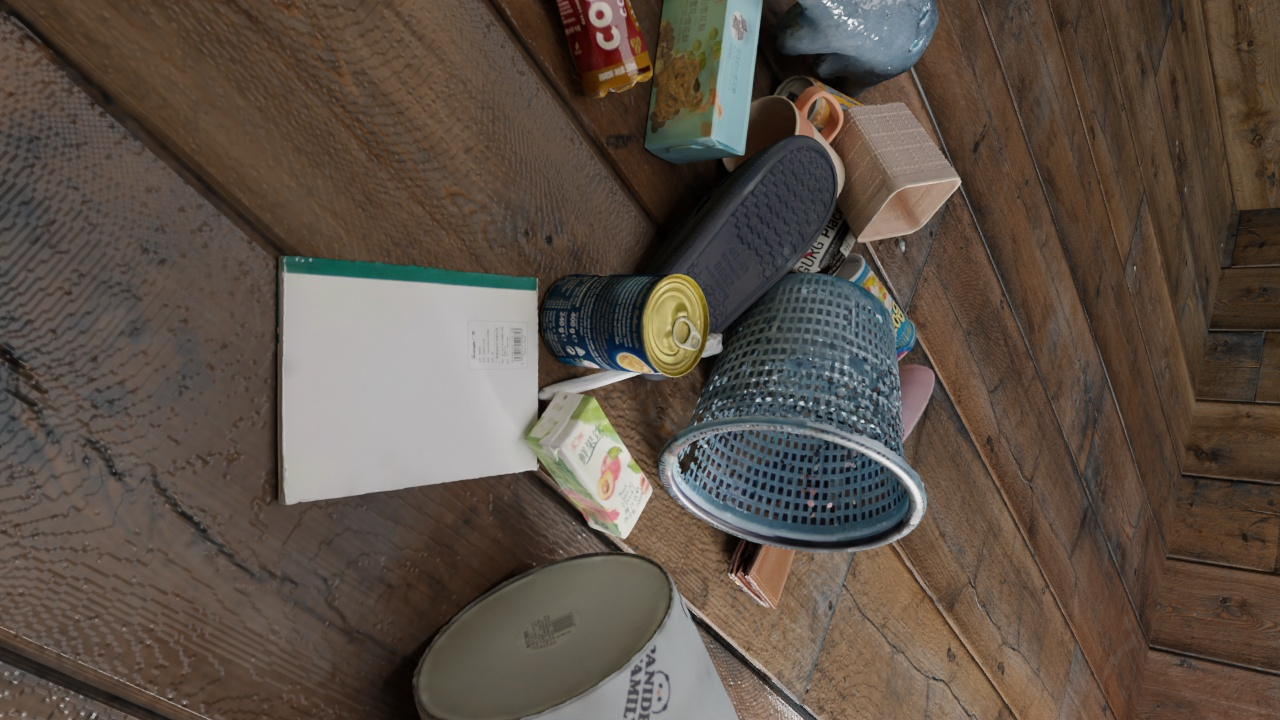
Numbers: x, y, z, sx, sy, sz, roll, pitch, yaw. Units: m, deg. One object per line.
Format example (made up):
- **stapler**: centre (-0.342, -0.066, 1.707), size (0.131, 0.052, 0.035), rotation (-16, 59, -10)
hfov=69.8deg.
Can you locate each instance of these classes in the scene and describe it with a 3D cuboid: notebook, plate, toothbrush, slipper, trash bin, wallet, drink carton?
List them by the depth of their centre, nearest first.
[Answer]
- **notebook**: centre (-0.147, 0.011, 0.625), size (0.208, 0.012, 0.150), rotation (0, 91, -50)
- **trash bin**: centre (-0.025, 0.289, 0.634), size (0.228, 0.230, 0.252), rotation (-35, 111, -42)
- **drink carton**: centre (-0.039, 0.082, 0.719), size (0.053, 0.046, 0.122), rotation (-57, 137, -28)
- **toothbrush**: centre (-0.004, 0.004, 0.750), size (0.179, 0.016, 0.016), rotation (-16, 122, -30)
- **slipper**: centre (0.065, -0.102, 0.812), size (0.267, 0.083, 0.111), rotation (-47, 133, -11)
- **trash bin**: centre (0.145, 0.037, 0.831), size (0.226, 0.227, 0.194), rotation (48, 45, -39)
- **wallet**: centre (0.135, 0.182, 0.938), size (0.124, 0.032, 0.101), rotation (-65, 146, -22)
- **plate**: centre (0.229, 0.075, 0.961), size (0.039, 0.193, 0.191), rotation (37, 56, 1)

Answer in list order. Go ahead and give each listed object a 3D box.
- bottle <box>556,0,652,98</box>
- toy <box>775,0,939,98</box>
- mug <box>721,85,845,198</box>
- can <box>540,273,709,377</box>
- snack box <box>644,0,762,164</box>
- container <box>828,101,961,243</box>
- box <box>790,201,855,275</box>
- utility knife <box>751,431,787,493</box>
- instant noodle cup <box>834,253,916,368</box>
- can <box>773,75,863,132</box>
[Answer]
- **bottle**: centre (-0.043, -0.292, 0.693), size (0.057, 0.058, 0.175), rotation (-41, 122, -39)
- **toy**: centre (0.204, -0.319, 0.858), size (0.355, 0.138, 0.091), rotation (8, 77, -64)
- **mug**: centre (0.150, -0.205, 0.887), size (0.115, 0.081, 0.105), rotation (-52, 140, 11)
- **can**: centre (-0.014, -0.029, 0.701), size (0.075, 0.111, 0.075), rotation (-7, 99, -48)
- **snack box**: centre (0.056, -0.261, 0.795), size (0.051, 0.074, 0.174), rotation (13, 82, -47)
- **container**: centre (0.244, -0.194, 0.927), size (0.089, 0.090, 0.111), rotation (-13, 66, -25)
- **box**: centre (0.192, -0.149, 0.971), size (0.086, 0.076, 0.162), rotation (45, 61, -20)
- **utility knife**: centre (0.141, 0.081, 0.956), size (0.174, 0.013, 0.029), rotation (-54, 131, -29)
- **instant noodle cup**: centre (0.234, -0.055, 1.002), size (0.110, 0.099, 0.099), rotation (54, 54, -26)
- **can**: centre (0.200, -0.255, 0.972), size (0.145, 0.058, 0.058), rotation (3, 89, -49)
